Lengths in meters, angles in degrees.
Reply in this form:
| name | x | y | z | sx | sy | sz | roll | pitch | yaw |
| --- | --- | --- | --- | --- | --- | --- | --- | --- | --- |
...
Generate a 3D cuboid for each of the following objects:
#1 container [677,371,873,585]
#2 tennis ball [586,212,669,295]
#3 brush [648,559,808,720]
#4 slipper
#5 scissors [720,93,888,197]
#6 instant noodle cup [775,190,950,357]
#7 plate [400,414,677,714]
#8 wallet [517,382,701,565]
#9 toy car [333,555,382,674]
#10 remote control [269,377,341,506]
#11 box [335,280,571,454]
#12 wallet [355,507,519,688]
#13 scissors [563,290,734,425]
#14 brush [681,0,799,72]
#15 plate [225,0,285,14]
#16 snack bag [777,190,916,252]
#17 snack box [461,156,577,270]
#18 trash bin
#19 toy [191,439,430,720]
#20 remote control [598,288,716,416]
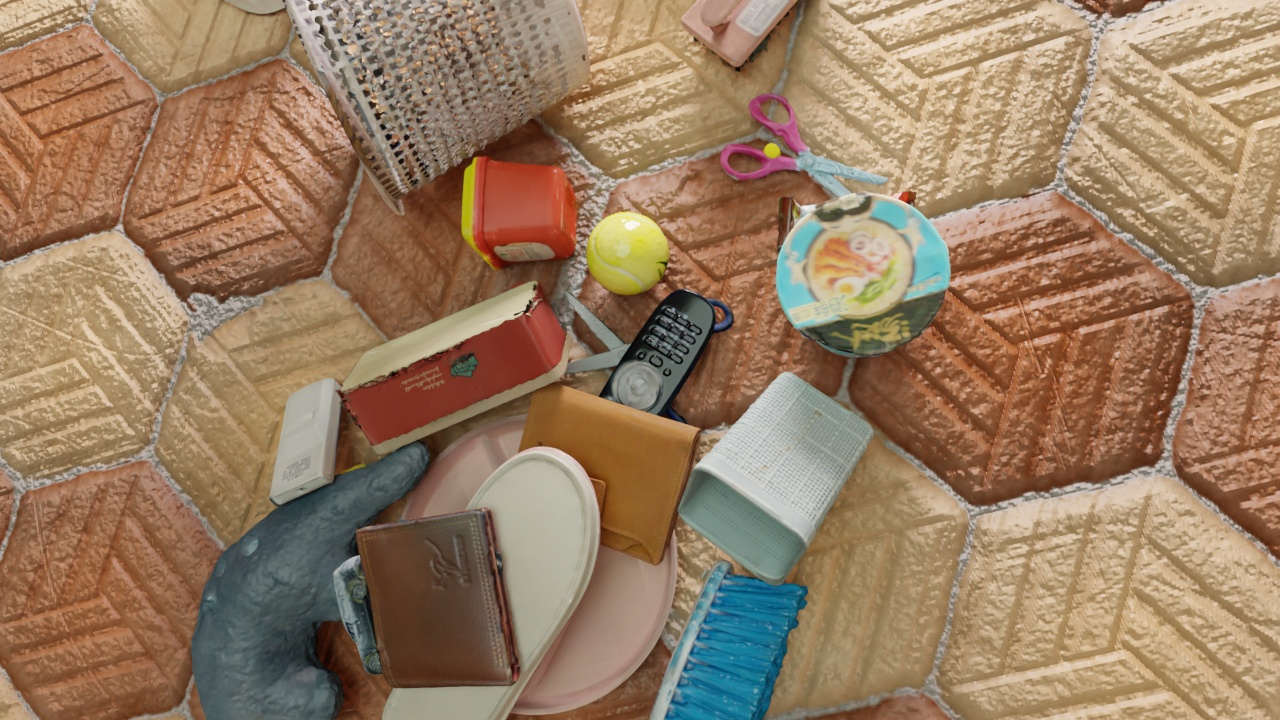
| name | x | y | z | sx | sy | sz | roll | pitch | yaw |
| --- | --- | --- | --- | --- | --- | --- | --- | --- | --- |
| container | 0.099 | 0.080 | 0.648 | 0.090 | 0.090 | 0.111 | 35 | 60 | 15 |
| tennis ball | -0.010 | -0.084 | 0.723 | 0.065 | 0.065 | 0.065 | -2 | 81 | 12 |
| brush | 0.017 | 0.290 | 0.671 | 0.109 | 0.060 | 0.314 | 22 | 88 | 20 |
| slipper | -0.107 | 0.189 | 0.678 | 0.114 | 0.054 | 0.274 | 28 | 99 | 17 |
| scissors | 0.136 | -0.168 | 0.732 | 0.137 | 0.017 | 0.093 | 15 | 84 | 9 |
| instant noodle cup | 0.156 | -0.050 | 0.655 | 0.111 | 0.120 | 0.111 | -2 | 83 | 12 |
| plate | -0.083 | 0.157 | 0.722 | 0.230 | 0.028 | 0.229 | -2 | 81 | 11 |
| wallet | -0.031 | 0.083 | 0.686 | 0.132 | 0.031 | 0.108 | 17 | 93 | 17 |
| toy car | -0.200 | 0.188 | 0.678 | 0.034 | 0.043 | 0.090 | -13 | 95 | 11 |
| remote control | -0.270 | 0.062 | 0.742 | 0.049 | 0.024 | 0.124 | -26 | 39 | 6 |
| box | -0.146 | -0.004 | 0.715 | 0.168 | 0.091 | 0.077 | -22 | 112 | 10 |
| wallet | -0.141 | 0.169 | 0.644 | 0.101 | 0.032 | 0.124 | -12 | 88 | 18 |
| scissors | -0.001 | 0.001 | 0.737 | 0.176 | 0.012 | 0.162 | -23 | 77 | 10 |
| brush | 0.102 | -0.305 | 0.730 | 0.063 | 0.073 | 0.145 | 42 | 90 | 15 |
| plate | -0.346 | -0.431 | 0.858 | 0.205 | 0.045 | 0.204 | -2 | 81 | 12 |
| snack bag | 0.158 | -0.107 | 0.710 | 0.104 | 0.026 | 0.048 | 2 | 88 | 12 |
| snack box | -0.094 | -0.116 | 0.736 | 0.080 | 0.091 | 0.082 | 1 | 82 | 5 |
| trash bin | -0.153 | -0.254 | 0.718 | 0.192 | 0.228 | 0.227 | -24 | 77 | -6 |
| toy | -0.281 | 0.211 | 0.725 | 0.138 | 0.091 | 0.356 | 21 | 92 | 3 |
| remote control | 0.011 | 0.008 | 0.712 | 0.053 | 0.024 | 0.136 | 33 | 90 | 14 |
